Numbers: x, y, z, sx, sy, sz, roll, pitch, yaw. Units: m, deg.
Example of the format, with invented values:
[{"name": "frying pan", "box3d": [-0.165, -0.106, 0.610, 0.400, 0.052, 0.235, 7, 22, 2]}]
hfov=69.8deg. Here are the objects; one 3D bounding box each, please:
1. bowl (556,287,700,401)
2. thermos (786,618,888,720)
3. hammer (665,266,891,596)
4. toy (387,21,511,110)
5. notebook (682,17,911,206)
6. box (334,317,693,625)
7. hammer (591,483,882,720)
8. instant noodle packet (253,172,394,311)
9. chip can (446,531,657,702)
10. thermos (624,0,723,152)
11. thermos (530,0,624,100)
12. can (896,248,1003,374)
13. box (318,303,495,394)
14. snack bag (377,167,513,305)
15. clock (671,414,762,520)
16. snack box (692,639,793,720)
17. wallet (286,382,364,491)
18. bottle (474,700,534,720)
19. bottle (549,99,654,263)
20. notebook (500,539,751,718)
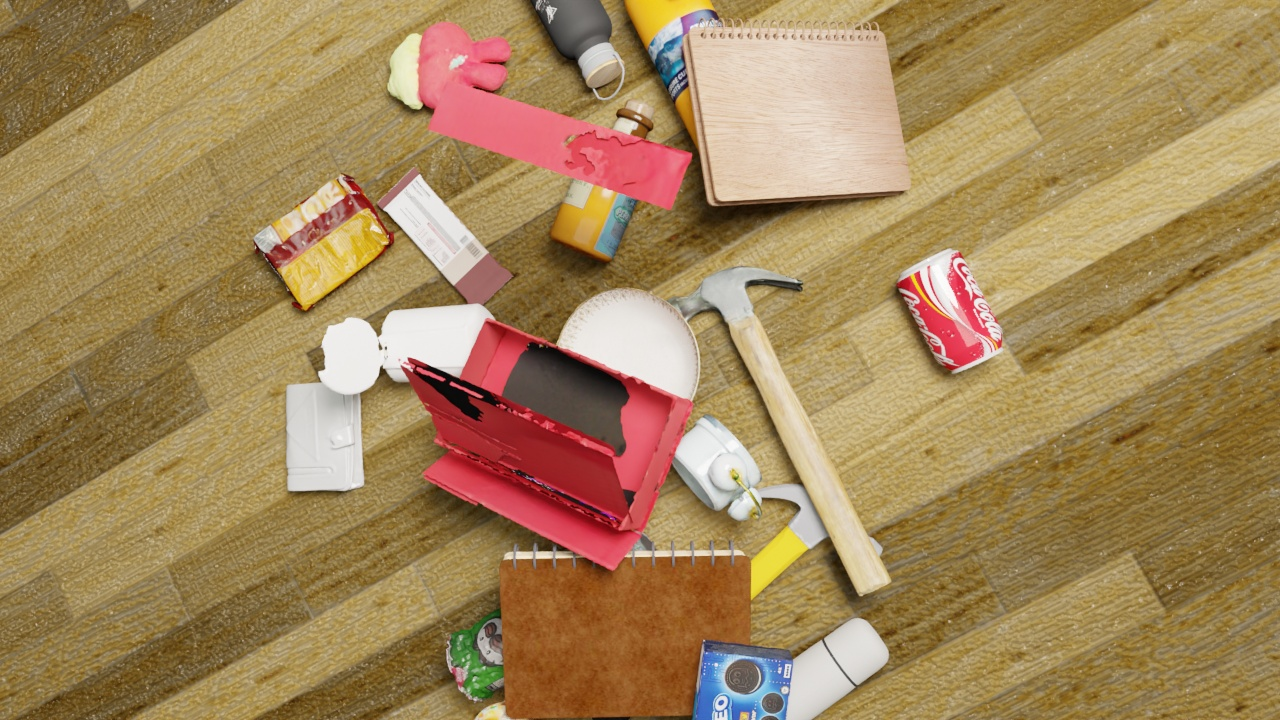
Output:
[{"name": "bowl", "box3d": [-0.005, 0.005, 0.887, 0.145, 0.063, 0.145, -1, 87, 19]}, {"name": "thermos", "box3d": [0.134, 0.325, 0.867, 0.224, 0.052, 0.052, -38, 83, 5]}, {"name": "hammer", "box3d": [0.146, 0.060, 0.867, 0.132, 0.033, 0.330, -26, 77, 4]}, {"name": "toy", "box3d": [-0.197, -0.301, 0.939, 0.135, 0.045, 0.091, -5, 85, 13]}, {"name": "notebook", "box3d": [0.147, -0.233, 0.849, 0.210, 0.022, 0.169, -7, 87, -22]}, {"name": "box", "box3d": [-0.159, 0.201, 0.765, 0.215, 0.141, 0.509, 23, 71, 19]}, {"name": "hammer", "box3d": [0.073, 0.247, 0.893, 0.324, 0.029, 0.127, -44, 83, 6]}, {"name": "instant noodle packet", "box3d": [-0.331, -0.122, 0.957, 0.135, 0.039, 0.098, -36, 83, 4]}, {"name": "chip can", "box3d": [-0.077, 0.247, 0.891, 0.223, 0.075, 0.075, -31, 84, 6]}, {"name": "thermos", "box3d": [0.049, -0.311, 0.882, 0.076, 0.092, 0.232, -22, 83, -34]}, {"name": "thermos", "box3d": [-0.078, -0.365, 0.916, 0.061, 0.061, 0.231, -29, 84, 6]}, {"name": "can", "box3d": [0.288, -0.045, 0.851, 0.064, 0.064, 0.104, -27, 85, 6]}, {"name": "box", "box3d": [-0.220, -0.011, 0.886, 0.137, 0.143, 0.083, -3, 103, 11]}, {"name": "snack bag", "box3d": [-0.203, -0.125, 0.951, 0.057, 0.013, 0.158, -44, 83, 3]}, {"name": "clock", "box3d": [0.077, 0.103, 0.854, 0.057, 0.083, 0.117, -38, 39, -11]}, {"name": "snack box", "box3d": [0.087, 0.330, 0.827, 0.082, 0.027, 0.150, 5, 98, 0]}, {"name": "wallet", "box3d": [-0.333, 0.080, 0.955, 0.086, 0.032, 0.116, -7, 87, 10]}, {"name": "bottle", "box3d": [-0.130, 0.357, 0.875, 0.063, 0.109, 0.063, 1, 95, 10]}, {"name": "bottle", "box3d": [-0.029, -0.179, 0.900, 0.068, 0.068, 0.157, 23, 92, 8]}, {"name": "notebook", "box3d": [-0.013, 0.246, 0.840, 0.225, 0.024, 0.167, -1, 101, -1]}]
